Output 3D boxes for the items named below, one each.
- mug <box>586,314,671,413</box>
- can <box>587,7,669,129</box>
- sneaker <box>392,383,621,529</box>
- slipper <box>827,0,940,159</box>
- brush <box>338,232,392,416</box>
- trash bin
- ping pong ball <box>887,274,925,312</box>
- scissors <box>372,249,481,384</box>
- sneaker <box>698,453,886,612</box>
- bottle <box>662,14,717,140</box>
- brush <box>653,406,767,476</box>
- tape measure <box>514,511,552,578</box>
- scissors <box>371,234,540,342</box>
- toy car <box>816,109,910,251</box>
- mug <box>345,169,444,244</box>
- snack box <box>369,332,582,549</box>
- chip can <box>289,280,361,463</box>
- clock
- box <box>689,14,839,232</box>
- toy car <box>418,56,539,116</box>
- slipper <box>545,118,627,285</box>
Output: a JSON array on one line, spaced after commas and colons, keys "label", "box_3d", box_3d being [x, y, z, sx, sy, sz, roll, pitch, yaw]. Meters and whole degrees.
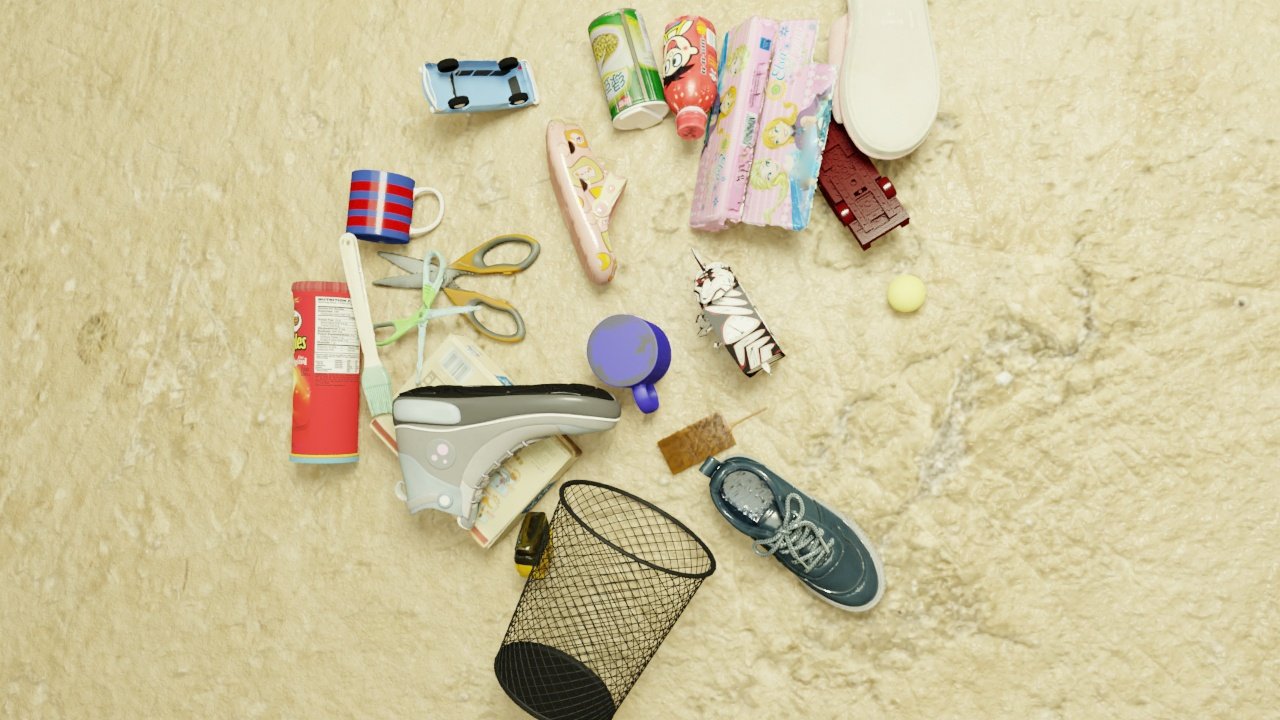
[{"label": "mug", "box_3d": [-0.006, 0.006, 1.027, 0.079, 0.083, 0.111, -20, 84, 11]}, {"label": "can", "box_3d": [-0.014, -0.331, 1.051, 0.067, 0.067, 0.121, -17, 84, 11]}, {"label": "sneaker", "box_3d": [-0.147, 0.106, 1.003, 0.257, 0.093, 0.160, 1, 96, 10]}, {"label": "slipper", "box_3d": [0.258, -0.333, 0.984, 0.114, 0.054, 0.274, 6, 72, -4]}, {"label": "brush", "box_3d": [-0.323, -0.043, 1.074, 0.033, 0.012, 0.217, -12, 90, 12]}, {"label": "trash bin", "box_3d": [-0.048, 0.266, 0.987, 0.184, 0.184, 0.210, 29, 100, 12]}, {"label": "ping pong ball", "box_3d": [0.286, -0.072, 0.988, 0.040, 0.040, 0.040, -1, 88, 12]}, {"label": "scissors", "box_3d": [-0.259, -0.053, 1.088, 0.172, 0.021, 0.172, -9, 65, 24]}, {"label": "sneaker", "box_3d": [0.163, 0.181, 0.981, 0.235, 0.087, 0.089, 37, 96, 12]}, {"label": "bottle", "box_3d": [0.055, -0.311, 1.020, 0.062, 0.062, 0.137, -5, 68, 12]}, {"label": "brush", "box_3d": [0.082, 0.084, 1.039, 0.126, 0.017, 0.048, -28, 82, 10]}, {"label": "tape measure", "box_3d": [-0.120, 0.216, 1.055, 0.037, 0.065, 0.064, 3, 125, 9]}, {"label": "scissors", "box_3d": [-0.220, -0.109, 1.115, 0.225, 0.016, 0.175, 26, 93, 14]}, {"label": "toy car", "box_3d": [0.222, -0.200, 0.994, 0.070, 0.062, 0.169, -32, 72, 9]}, {"label": "mug", "box_3d": [-0.296, -0.182, 1.112, 0.112, 0.075, 0.076, 6, 89, -13]}, {"label": "snack box", "box_3d": [-0.193, 0.093, 1.080, 0.207, 0.055, 0.153, 44, 97, 10]}, {"label": "chip can", "box_3d": [-0.379, 0.014, 1.110, 0.087, 0.087, 0.213, 1, 89, 12]}, {"label": "clock", "box_3d": [0.089, -0.052, 0.989, 0.065, 0.114, 0.154, -32, 99, 9]}, {"label": "box", "box_3d": [0.125, -0.254, 0.988, 0.161, 0.061, 0.230, 11, 90, 48]}, {"label": "toy car", "box_3d": [-0.188, -0.315, 1.059, 0.055, 0.153, 0.056, -12, 95, 48]}, {"label": "slipper", "box_3d": [-0.052, -0.185, 1.052, 0.081, 0.093, 0.197, -17, 86, -9]}]
